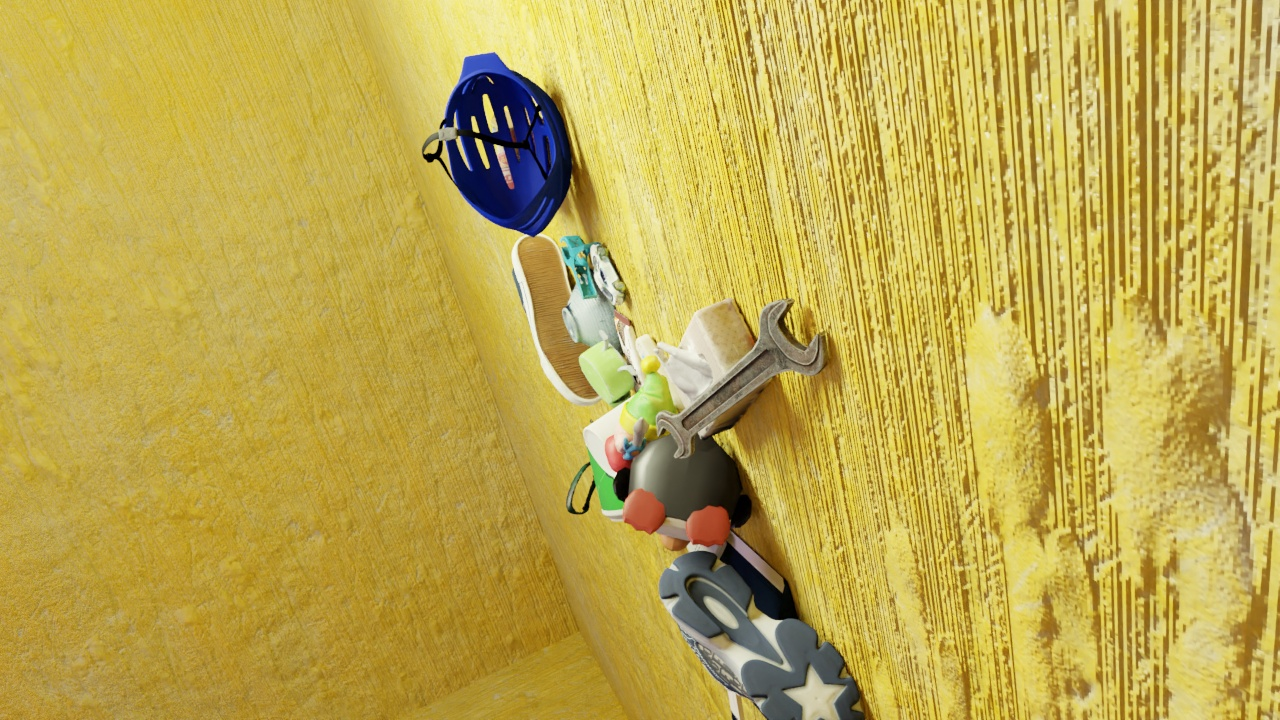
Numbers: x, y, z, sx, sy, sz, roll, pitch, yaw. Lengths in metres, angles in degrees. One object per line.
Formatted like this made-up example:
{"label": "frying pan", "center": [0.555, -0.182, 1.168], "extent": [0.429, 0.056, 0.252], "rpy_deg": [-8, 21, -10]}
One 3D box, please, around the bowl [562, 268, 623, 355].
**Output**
{"label": "bowl", "center": [-0.077, -0.060, 1.328], "extent": [0.137, 0.057, 0.137], "rpy_deg": [59, 163, 30]}

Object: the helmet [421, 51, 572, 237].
{"label": "helmet", "center": [-0.177, -0.246, 1.121], "extent": [0.227, 0.148, 0.242], "rpy_deg": [-63, -34, -60]}

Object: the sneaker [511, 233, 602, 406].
{"label": "sneaker", "center": [-0.132, -0.049, 1.449], "extent": [0.294, 0.120, 0.127], "rpy_deg": [66, 154, 20]}

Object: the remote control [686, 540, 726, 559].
{"label": "remote control", "center": [0.069, 0.205, 1.221], "extent": [0.074, 0.019, 0.151], "rpy_deg": [108, 146, -41]}

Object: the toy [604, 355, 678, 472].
{"label": "toy", "center": [0.001, 0.068, 1.108], "extent": [0.097, 0.123, 0.132], "rpy_deg": [49, 129, 10]}

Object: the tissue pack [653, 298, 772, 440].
{"label": "tissue pack", "center": [0.065, 0.013, 0.926], "extent": [0.104, 0.071, 0.182], "rpy_deg": [63, 168, 13]}

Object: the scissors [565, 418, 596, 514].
{"label": "scissors", "center": [-0.052, 0.194, 1.452], "extent": [0.015, 0.205, 0.202], "rpy_deg": [-12, 116, 37]}

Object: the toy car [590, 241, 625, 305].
{"label": "toy car", "center": [-0.046, -0.112, 1.200], "extent": [0.089, 0.027, 0.039], "rpy_deg": [64, 167, 13]}

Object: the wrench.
{"label": "wrench", "center": [0.080, 0.026, 0.824], "extent": [0.070, 0.010, 0.274], "rpy_deg": [61, 146, 12]}

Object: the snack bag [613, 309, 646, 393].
{"label": "snack bag", "center": [-0.008, 0.007, 1.268], "extent": [0.057, 0.013, 0.158], "rpy_deg": [37, 147, 60]}

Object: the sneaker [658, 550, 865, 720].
{"label": "sneaker", "center": [0.128, 0.337, 1.020], "extent": [0.269, 0.103, 0.133], "rpy_deg": [39, 152, 25]}

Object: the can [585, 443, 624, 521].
{"label": "can", "center": [-0.029, 0.168, 1.402], "extent": [0.088, 0.087, 0.140], "rpy_deg": [178, 78, -75]}

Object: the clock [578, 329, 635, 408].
{"label": "clock", "center": [-0.048, 0.018, 1.289], "extent": [0.094, 0.042, 0.119], "rpy_deg": [52, 164, 16]}

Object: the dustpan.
{"label": "dustpan", "center": [0.127, 0.358, 1.174], "extent": [0.236, 0.080, 0.273], "rpy_deg": [34, 144, 65]}

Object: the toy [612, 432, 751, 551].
{"label": "toy", "center": [0.053, 0.153, 1.093], "extent": [0.184, 0.159, 0.140], "rpy_deg": [83, -160, -73]}

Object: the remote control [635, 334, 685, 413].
{"label": "remote control", "center": [0.030, 0.024, 1.154], "extent": [0.125, 0.018, 0.038], "rpy_deg": [62, 164, 13]}

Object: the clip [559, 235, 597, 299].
{"label": "clip", "center": [-0.087, -0.138, 1.290], "extent": [0.116, 0.026, 0.097], "rpy_deg": [-128, 38, -56]}

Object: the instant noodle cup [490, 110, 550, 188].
{"label": "instant noodle cup", "center": [-0.170, -0.282, 1.275], "extent": [0.100, 0.100, 0.113], "rpy_deg": [-128, 29, -46]}

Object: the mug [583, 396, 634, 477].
{"label": "mug", "center": [-0.014, 0.110, 1.249], "extent": [0.078, 0.096, 0.112], "rpy_deg": [41, 153, 35]}
